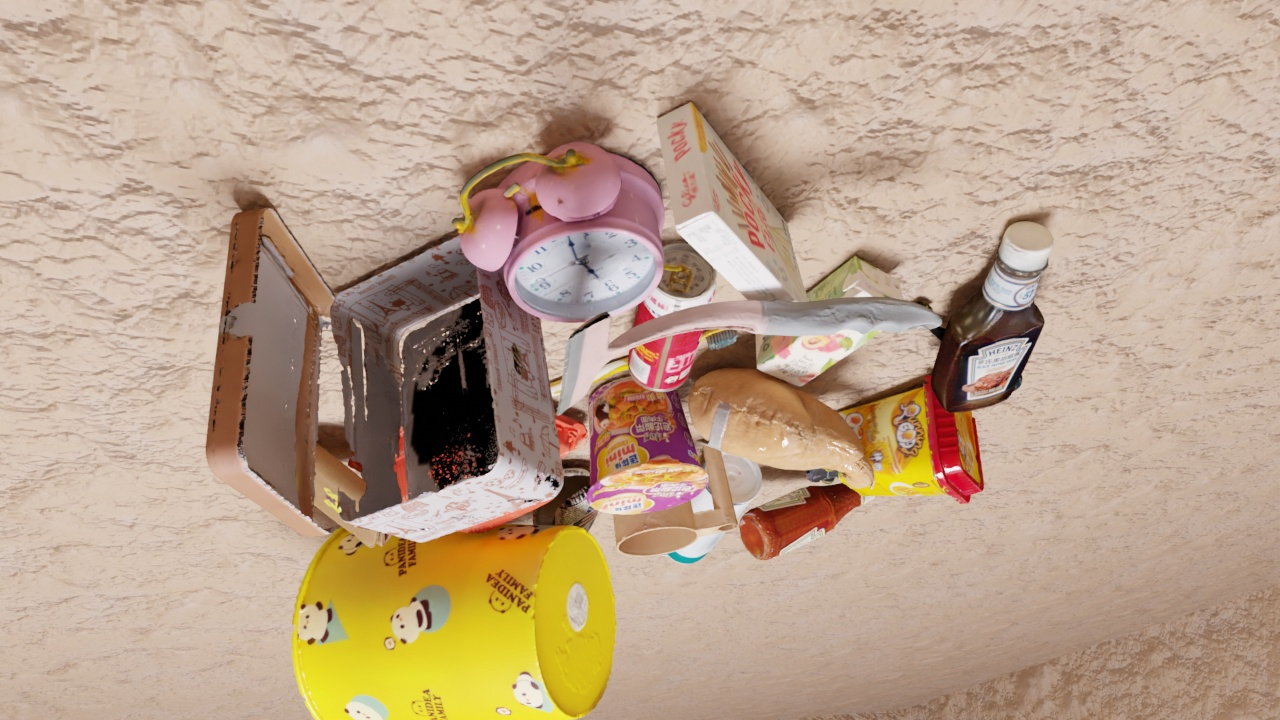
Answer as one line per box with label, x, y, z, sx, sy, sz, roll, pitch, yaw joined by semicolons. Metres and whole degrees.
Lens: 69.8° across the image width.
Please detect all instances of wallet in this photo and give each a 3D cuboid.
wallet;-0.274;0.118;0.827;0.115;0.033;0.090;35;146;5

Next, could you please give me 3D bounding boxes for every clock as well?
clock;-0.048;-0.082;0.581;0.117;0.059;0.158;-23;146;21

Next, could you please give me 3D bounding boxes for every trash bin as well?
trash bin;-0.177;0.268;0.938;0.256;0.229;0.229;-8;153;22

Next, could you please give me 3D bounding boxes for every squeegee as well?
squeegee;0.069;-0.019;0.575;0.249;0.040;0.248;-8;169;-8

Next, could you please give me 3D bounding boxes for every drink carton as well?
drink carton;0.152;-0.031;0.745;0.053;0.045;0.123;22;138;-26

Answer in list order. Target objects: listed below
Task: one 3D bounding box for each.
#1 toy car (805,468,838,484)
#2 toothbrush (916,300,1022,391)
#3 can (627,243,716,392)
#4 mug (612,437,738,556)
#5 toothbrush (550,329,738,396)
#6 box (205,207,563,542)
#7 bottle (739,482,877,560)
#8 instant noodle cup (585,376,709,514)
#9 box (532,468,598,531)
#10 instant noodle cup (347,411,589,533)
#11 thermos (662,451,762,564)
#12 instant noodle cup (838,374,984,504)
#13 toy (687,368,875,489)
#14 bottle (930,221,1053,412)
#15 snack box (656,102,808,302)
toy car;0.237;0.113;1.037;0.106;0.031;0.049;-15;150;2
toothbrush;0.301;-0.011;0.847;0.212;0.026;0.027;24;102;-43
can;0.022;-0.030;0.700;0.053;0.053;0.133;-4;150;-10
mug;0.029;0.134;0.939;0.125;0.103;0.084;-14;151;7
toothbrush;-0.005;0.005;0.788;0.192;0.018;0.016;-19;148;16
box;-0.171;0.002;0.577;0.156;0.182;0.192;-21;152;18
bottle;0.210;0.169;1.063;0.205;0.059;0.060;-18;156;-26
instant noodle cup;0.000;0.074;0.831;0.111;0.099;0.112;-6;150;-4
box;-0.075;0.177;1.009;0.074;0.080;0.164;-6;148;-17
instant noodle cup;-0.154;0.100;0.852;0.189;0.079;0.164;-30;146;29
thermos;0.078;0.178;1.071;0.073;0.073;0.225;-2;150;-14
instant noodle cup;0.271;0.088;0.935;0.124;0.116;0.116;-13;153;29
toy;0.136;0.066;0.842;0.225;0.143;0.082;23;96;-47
bottle;0.297;-0.032;0.764;0.080;0.044;0.195;-12;141;-7
snack box;0.063;-0.085;0.584;0.027;0.084;0.156;-22;149;22
